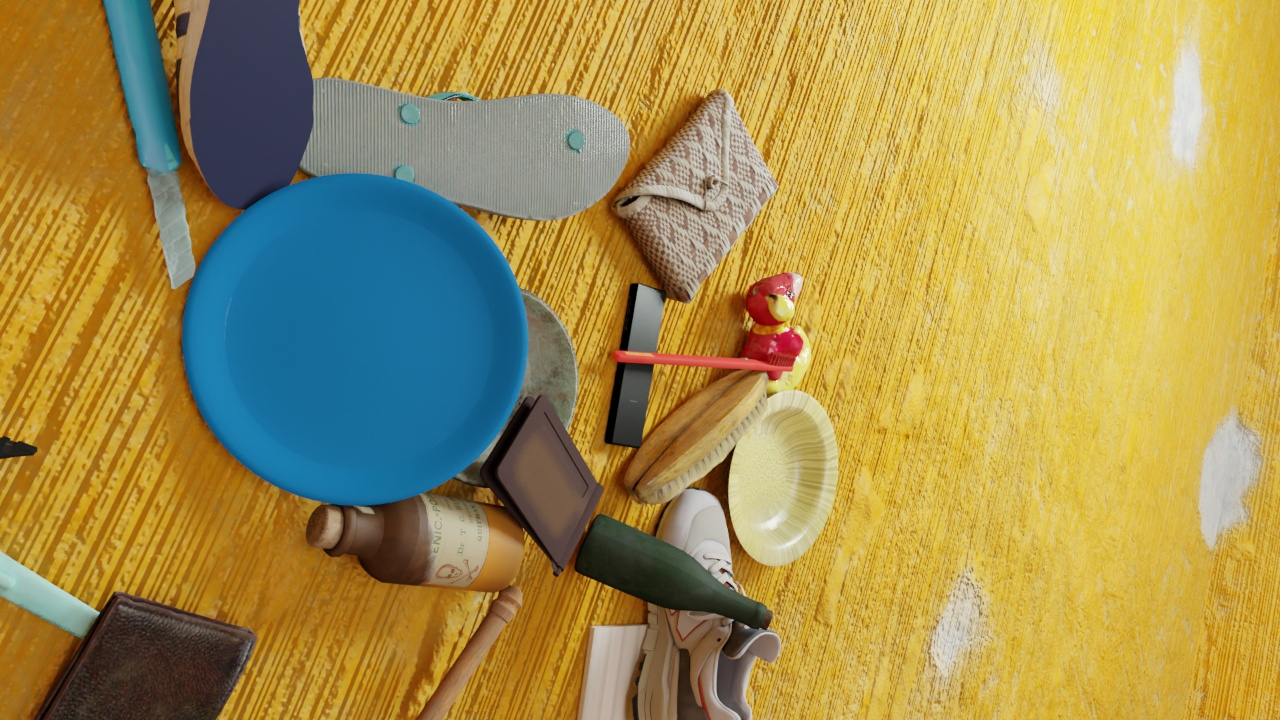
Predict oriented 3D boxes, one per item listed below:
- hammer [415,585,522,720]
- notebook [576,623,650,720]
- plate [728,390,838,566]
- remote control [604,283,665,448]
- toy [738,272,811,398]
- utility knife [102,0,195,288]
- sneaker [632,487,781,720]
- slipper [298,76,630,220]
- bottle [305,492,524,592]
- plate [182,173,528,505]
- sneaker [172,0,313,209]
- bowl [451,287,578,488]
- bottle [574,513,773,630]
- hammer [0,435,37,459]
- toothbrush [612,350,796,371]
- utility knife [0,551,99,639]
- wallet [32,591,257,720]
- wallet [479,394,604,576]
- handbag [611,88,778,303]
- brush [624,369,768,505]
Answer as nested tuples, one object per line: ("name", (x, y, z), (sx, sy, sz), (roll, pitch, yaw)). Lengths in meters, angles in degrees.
("hammer", (-0.178, 0.297, 0.657), (0.163, 0.083, 0.316), (52, 59, -32))
("notebook", (0.021, 0.329, 0.898), (0.209, 0.009, 0.142), (13, 84, -43))
("plate", (0.142, 0.123, 0.977), (0.184, 0.036, 0.184), (-4, 96, -43))
("remote control", (-0.005, 0.005, 0.847), (0.034, 0.013, 0.150), (13, 84, -39))
("toy", (0.135, -0.021, 0.952), (0.105, 0.067, 0.137), (-35, 128, -33))
("utility knife", (-0.301, -0.154, 0.558), (0.031, 0.015, 0.221), (-14, 99, -40))
("sneaker", (0.072, 0.240, 0.850), (0.088, 0.124, 0.239), (21, 73, -41))
("slipper", (-0.134, -0.157, 0.700), (0.268, 0.055, 0.098), (-4, 99, -32))
("bottle", (-0.165, 0.130, 0.670), (0.156, 0.068, 0.067), (19, 80, -42))
("plate", (-0.189, -0.014, 0.630), (0.224, 0.024, 0.224), (-1, 92, -21))
("sneaker", (-0.267, -0.221, 0.555), (0.091, 0.118, 0.234), (-32, 149, -48))
("bowl", (-0.121, 0.019, 0.723), (0.157, 0.039, 0.157), (-3, 95, -43))
("bottle", (0.031, 0.191, 0.795), (0.055, 0.174, 0.055), (25, 87, -85))
("hammer", (-0.385, 0.197, 0.494), (0.095, 0.015, 0.325), (2, 94, -26))
("toothbrush", (0.067, -0.003, 0.871), (0.212, 0.012, 0.018), (3, 115, -33))
("utility knife", (-0.335, 0.155, 0.547), (0.022, 0.015, 0.166), (-49, 123, -14))
("wallet", (-0.307, 0.210, 0.562), (0.099, 0.031, 0.120), (36, 76, -42))
("wallet", (-0.072, 0.097, 0.719), (0.115, 0.018, 0.091), (59, 39, -30))
("handbag", (0.059, -0.159, 0.874), (0.185, 0.047, 0.124), (-52, 126, -27))
("brush", (0.058, 0.071, 0.880), (0.194, 0.059, 0.043), (-39, 129, -30))
